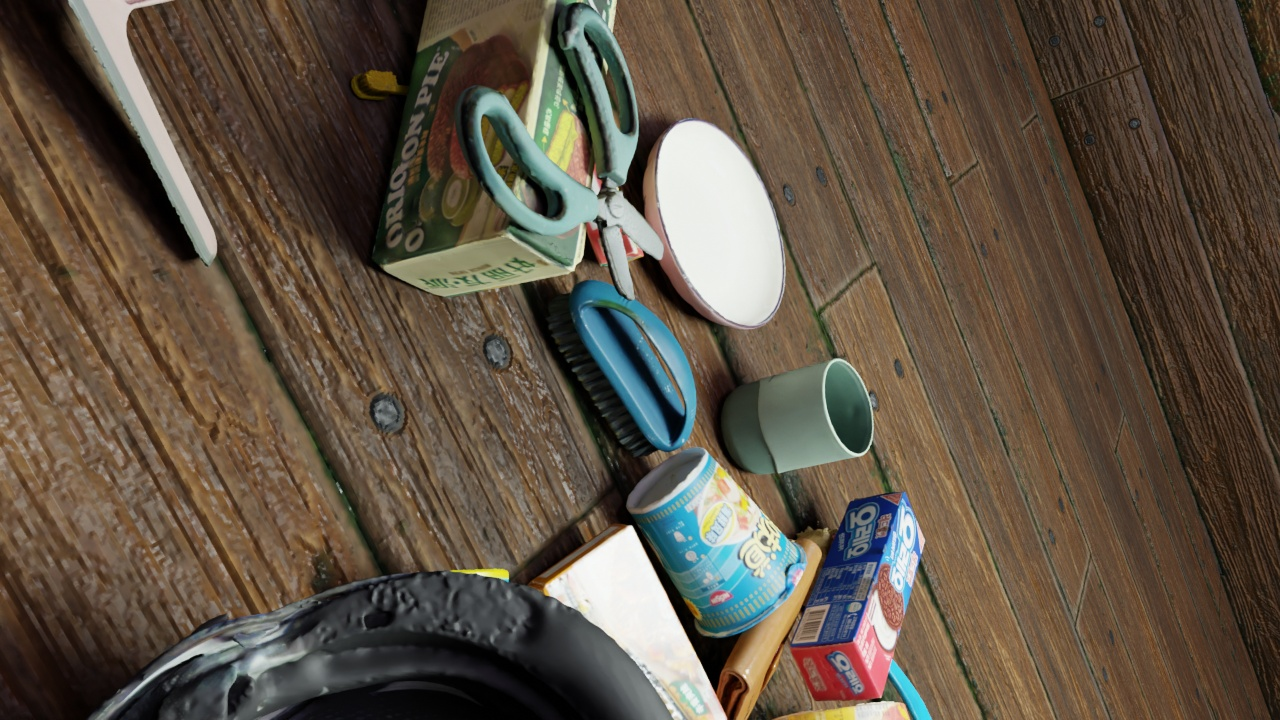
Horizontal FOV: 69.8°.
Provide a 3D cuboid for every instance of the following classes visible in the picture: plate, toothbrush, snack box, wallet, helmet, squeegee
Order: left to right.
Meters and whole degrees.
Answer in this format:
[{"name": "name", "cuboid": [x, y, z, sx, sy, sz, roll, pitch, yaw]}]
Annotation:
[{"name": "squeegee", "cuboid": [-0.219, -0.212, 0.497, 0.248, 0.040, 0.248, -56, 136, -52]}, {"name": "helmet", "cuboid": [-0.116, 0.217, 0.337, 0.230, 0.157, 0.273, 46, 60, 7]}, {"name": "toothbrush", "cuboid": [-0.116, -0.183, 0.632, 0.189, 0.017, 0.015, -15, 93, -53]}, {"name": "snack box", "cuboid": [-0.084, -0.163, 0.560, 0.063, 0.115, 0.239, 28, 62, -49]}, {"name": "snack box", "cuboid": [-0.025, -0.106, 0.643, 0.155, 0.027, 0.077, -70, 140, -84]}, {"name": "snack box", "cuboid": [-0.007, 0.190, 0.594, 0.075, 0.026, 0.154, -30, 100, -31]}, {"name": "plate", "cuboid": [0.061, -0.116, 0.810, 0.192, 0.039, 0.192, 23, 59, -45]}, {"name": "wallet", "cuboid": [0.091, 0.210, 0.683, 0.131, 0.031, 0.108, -47, 154, -42]}, {"name": "snack box", "cuboid": [0.184, 0.186, 0.756, 0.058, 0.057, 0.206, 63, 34, -13]}]

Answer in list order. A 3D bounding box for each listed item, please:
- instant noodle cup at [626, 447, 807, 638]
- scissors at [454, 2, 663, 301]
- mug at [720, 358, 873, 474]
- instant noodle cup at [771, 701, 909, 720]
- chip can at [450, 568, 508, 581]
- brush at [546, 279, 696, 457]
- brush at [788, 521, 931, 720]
[{"name": "instant noodle cup", "cuboid": [0.049, 0.124, 0.662, 0.110, 0.099, 0.099, 53, 40, -11]}, {"name": "scissors", "cuboid": [-0.031, -0.127, 0.512, 0.170, 0.019, 0.180, 33, 58, -46]}, {"name": "mug", "cuboid": [0.138, 0.051, 0.784, 0.111, 0.107, 0.082, 3, 73, -51]}, {"name": "instant noodle cup", "cuboid": [0.157, 0.321, 0.688, 0.138, 0.138, 0.109, 23, 51, -45]}, {"name": "chip can", "cuboid": [-0.096, 0.213, 0.456, 0.071, 0.071, 0.210, 12, 67, -49]}, {"name": "brush", "cuboid": [-0.004, 0.004, 0.652, 0.144, 0.074, 0.055, 57, 35, -19]}, {"name": "brush", "cuboid": [0.207, 0.253, 0.833, 0.254, 0.046, 0.083, 56, 36, -11]}]
